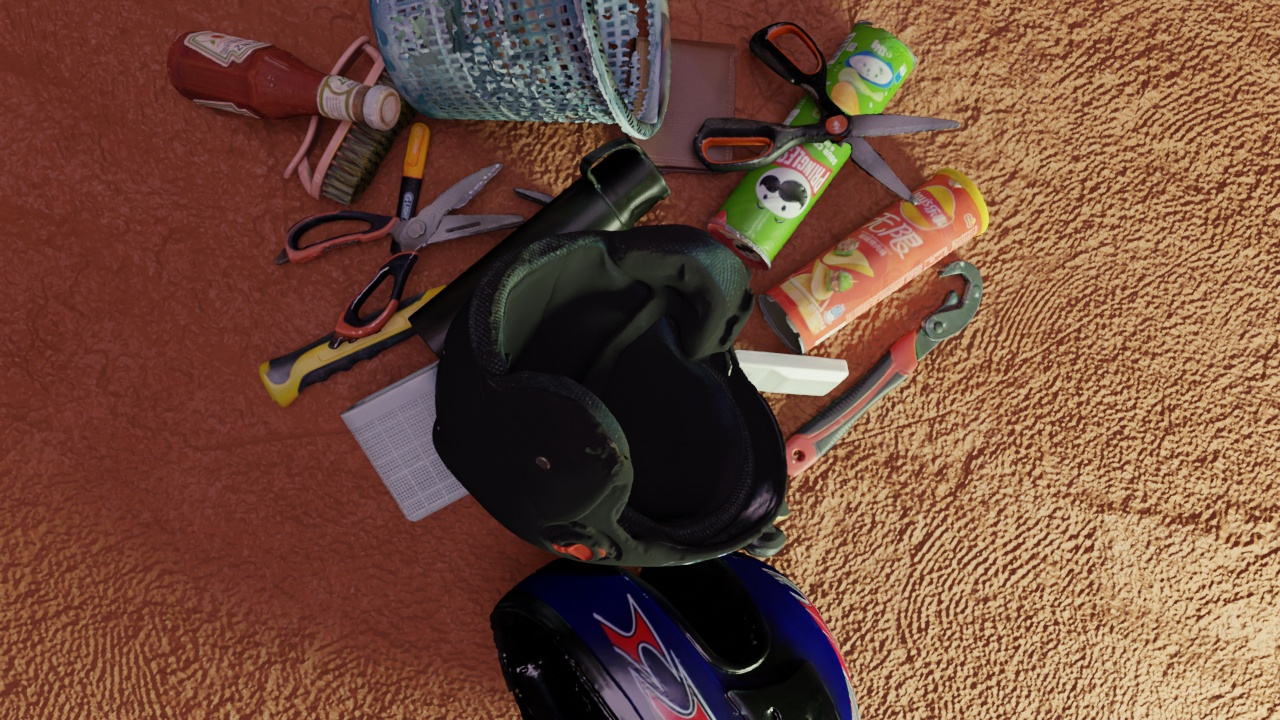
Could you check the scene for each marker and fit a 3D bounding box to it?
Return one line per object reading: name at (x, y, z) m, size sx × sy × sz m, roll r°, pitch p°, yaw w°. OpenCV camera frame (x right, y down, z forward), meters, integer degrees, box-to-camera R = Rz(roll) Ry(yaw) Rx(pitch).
marker at (-0.209, -0.153, 0.829) m, size 0.018 × 0.015 × 0.124 m, roll 11°, pitch 93°, yaw -1°

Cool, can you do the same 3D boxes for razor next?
razor at (0.094, 0.102, 0.861) m, size 0.068 × 0.062 × 0.167 m, roll -16°, pitch 88°, yaw 25°

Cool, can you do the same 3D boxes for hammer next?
hammer at (-0.187, -0.051, 0.827) m, size 0.323 × 0.032 × 0.126 m, roll -25°, pitch 95°, yaw -5°

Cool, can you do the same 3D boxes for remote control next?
remote control at (0.129, 0.013, 0.846) m, size 0.124 × 0.049 × 0.024 m, roll 5°, pitch 62°, yaw -20°

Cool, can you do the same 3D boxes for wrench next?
wrench at (0.235, 0.011, 0.888) m, size 0.056 × 0.016 × 0.273 m, roll 45°, pitch 87°, yaw -7°

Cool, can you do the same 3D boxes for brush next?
brush at (-0.249, -0.205, 0.799) m, size 0.073 × 0.063 × 0.145 m, roll 31°, pitch 90°, yaw -7°

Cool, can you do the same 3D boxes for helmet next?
helmet at (0.047, 0.271, 0.763) m, size 0.239 × 0.248 × 0.315 m, roll -31°, pitch 96°, yaw -35°
helmet at (-0.026, 0.038, 0.691) m, size 0.274 × 0.231 × 0.232 m, roll 45°, pitch 48°, yaw -9°

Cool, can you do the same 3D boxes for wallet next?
wallet at (0.039, -0.236, 0.850) m, size 0.101 × 0.032 × 0.124 m, roll 2°, pitch 92°, yaw -10°

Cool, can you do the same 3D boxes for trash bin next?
trash bin at (-0.097, -0.283, 0.741) m, size 0.195 × 0.226 × 0.226 m, roll -3°, pitch 92°, yaw 18°

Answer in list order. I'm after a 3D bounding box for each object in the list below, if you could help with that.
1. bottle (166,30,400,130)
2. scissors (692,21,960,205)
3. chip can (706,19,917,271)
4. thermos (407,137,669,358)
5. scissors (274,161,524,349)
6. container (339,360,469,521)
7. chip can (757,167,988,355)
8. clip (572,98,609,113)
bottle at (-0.294, -0.227, 0.758) m, size 0.206 × 0.059 × 0.060 m, roll 16°, pitch 90°, yaw 16°
scissors at (0.152, -0.215, 0.799) m, size 0.221 × 0.021 × 0.228 m, roll -15°, pitch 69°, yaw 13°
chip can at (0.156, -0.198, 0.844) m, size 0.072 × 0.072 × 0.236 m, roll 36°, pitch 87°, yaw -7°
thermos at (-0.089, -0.095, 0.779) m, size 0.242 × 0.090 × 0.068 m, roll -42°, pitch 55°, yaw -4°
scissors at (-0.215, -0.102, 0.806) m, size 0.189 × 0.015 × 0.226 m, roll 25°, pitch 79°, yaw 11°
container at (-0.190, 0.070, 0.803) m, size 0.090 × 0.090 × 0.111 m, roll -28°, pitch 97°, yaw -5°
chip can at (0.217, -0.091, 0.856) m, size 0.216 × 0.073 × 0.073 m, roll -35°, pitch 96°, yaw -4°
clip at (-0.041, -0.235, 0.844) m, size 0.055 × 0.038 × 0.013 m, roll -1°, pitch 93°, yaw -17°
